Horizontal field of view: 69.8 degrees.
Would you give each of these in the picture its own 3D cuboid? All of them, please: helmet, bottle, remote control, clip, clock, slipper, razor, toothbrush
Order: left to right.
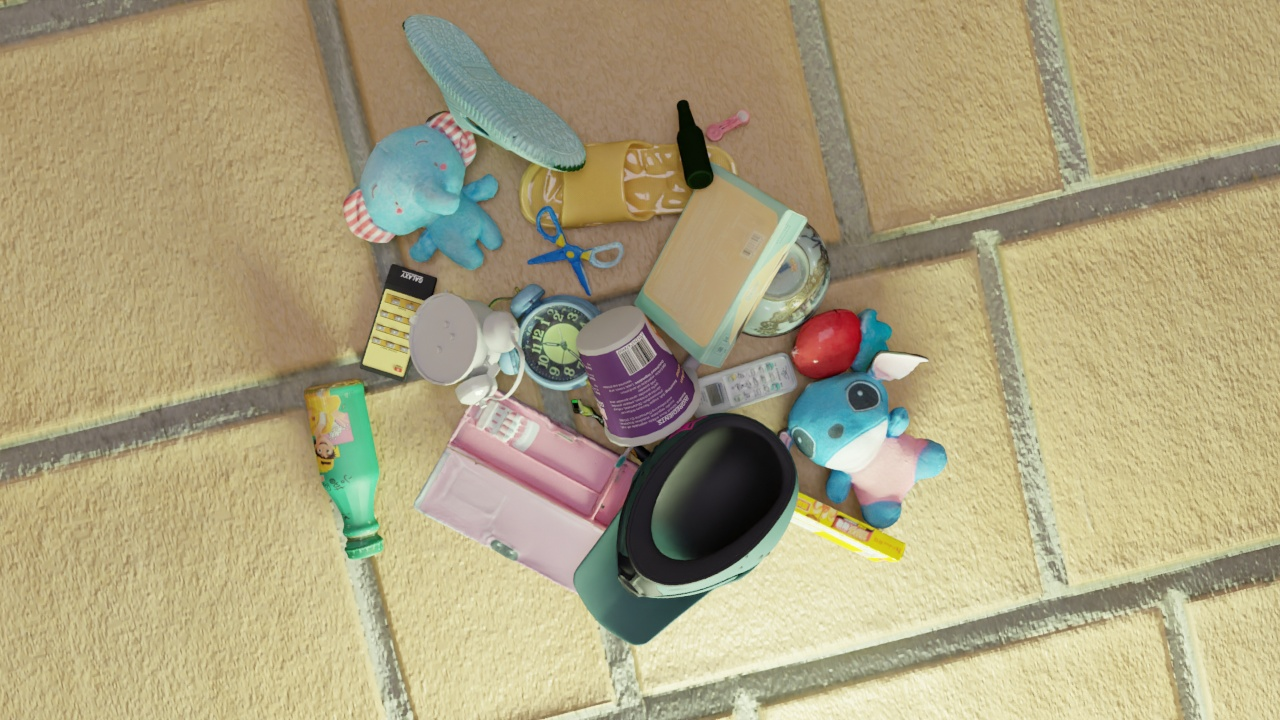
[{"bbox_3d":[-0.346,0.129,1.089,0.068,0.068,0.209,-10,93,-2],"label":"bottle"},{"bbox_3d":[-0.292,-0.045,1.110,0.058,0.013,0.133,17,92,-3],"label":"remote control"},{"bbox_3d":[-0.199,-0.015,1.058,0.159,0.061,0.120,32,105,27],"label":"clock"},{"bbox_3d":[-0.178,-0.294,1.051,0.276,0.115,0.070,46,121,15],"label":"slipper"},{"bbox_3d":[-0.110,-0.026,1.097,0.162,0.060,0.118,15,94,1],"label":"clock"},{"bbox_3d":[-0.026,0.094,1.121,0.144,0.044,0.021,41,78,-9],"label":"razor"},{"bbox_3d":[-0.013,-0.213,1.083,0.263,0.078,0.099,-4,92,-4],"label":"slipper"},{"bbox_3d":[0.026,0.054,1.110,0.018,0.019,0.187,39,81,-15],"label":"toothbrush"},{"bbox_3d":[0.055,0.186,1.040,0.176,0.201,0.274,43,68,10],"label":"helmet"},{"bbox_3d":[0.058,-0.253,1.059,0.033,0.033,0.122,-8,59,-2],"label":"bottle"},{"bbox_3d":[0.109,-0.285,1.106,0.059,0.045,0.023,-26,90,-15],"label":"clip"},{"bbox_3d":[0.124,0.031,1.128,0.133,0.022,0.050,-17,94,-2],"label":"remote control"}]

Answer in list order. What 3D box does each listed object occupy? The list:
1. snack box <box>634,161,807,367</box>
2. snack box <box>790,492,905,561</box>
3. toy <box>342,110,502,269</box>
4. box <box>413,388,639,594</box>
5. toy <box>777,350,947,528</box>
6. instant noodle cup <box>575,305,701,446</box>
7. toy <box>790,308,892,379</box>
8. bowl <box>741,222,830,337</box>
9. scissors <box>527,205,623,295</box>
[{"bbox_3d":[0.084,-0.110,1.044,0.044,0.141,0.194,13,112,-43],"label":"snack box"},{"bbox_3d":[0.238,0.202,1.115,0.152,0.075,0.025,26,75,-4],"label":"snack box"},{"bbox_3d":[-0.239,-0.184,1.063,0.183,0.115,0.180,-45,104,-7],"label":"toy"},{"bbox_3d":[-0.133,0.154,1.115,0.232,0.040,0.179,30,87,-4],"label":"box"},{"bbox_3d":[0.276,0.091,1.101,0.191,0.098,0.224,43,102,-10],"label":"toy"},{"bbox_3d":[-0.006,0.006,1.038,0.136,0.122,0.122,-46,124,-30],"label":"instant noodle cup"},{"bbox_3d":[0.245,-0.022,1.114,0.132,0.062,0.092,-4,126,-20],"label":"toy"},{"bbox_3d":[0.156,-0.106,1.087,0.160,0.094,0.160,0,93,-3],"label":"bowl"},{"bbox_3d":[-0.081,-0.130,1.093,0.127,0.013,0.125,-7,124,24],"label":"scissors"}]
